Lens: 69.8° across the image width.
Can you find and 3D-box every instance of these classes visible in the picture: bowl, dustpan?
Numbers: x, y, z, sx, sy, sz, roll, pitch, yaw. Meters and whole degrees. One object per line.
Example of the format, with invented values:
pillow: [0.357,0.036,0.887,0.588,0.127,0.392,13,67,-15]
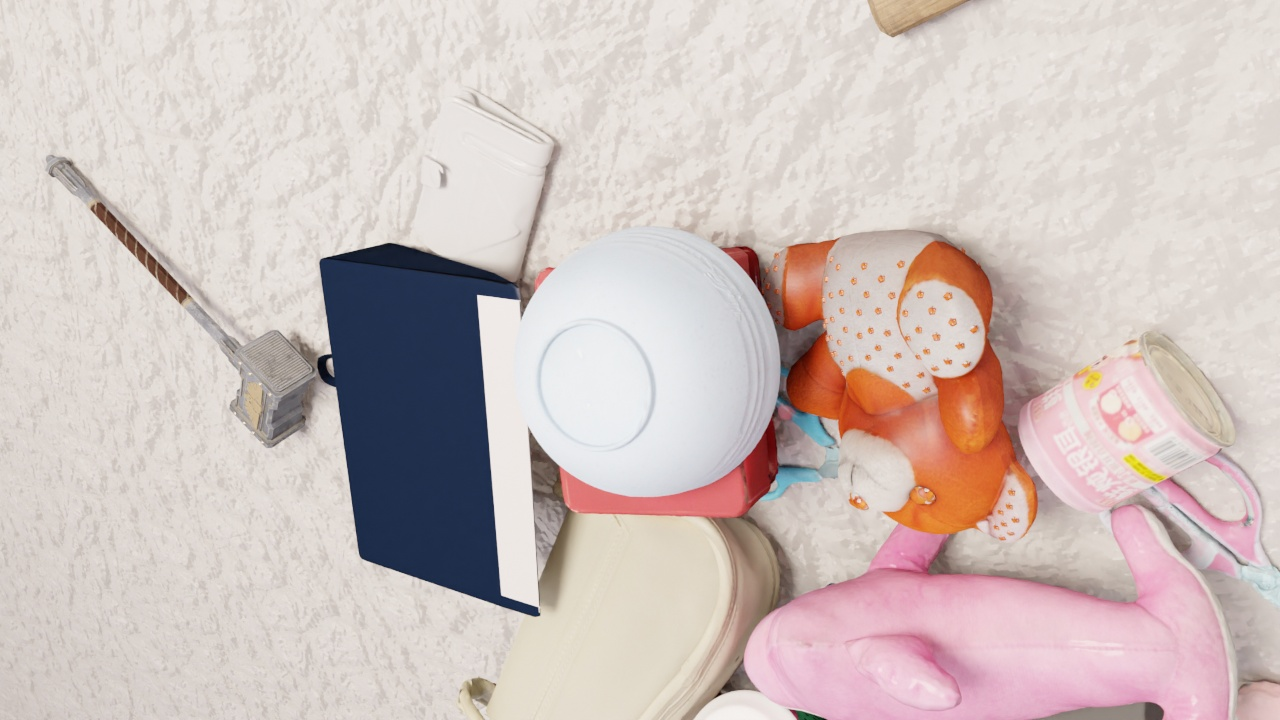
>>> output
bowl: [-0.009,0.006,0.481,0.151,0.074,0.150,5,101,25]
dustpan: [-0.169,0.035,0.682,0.273,0.079,0.236,9,112,28]

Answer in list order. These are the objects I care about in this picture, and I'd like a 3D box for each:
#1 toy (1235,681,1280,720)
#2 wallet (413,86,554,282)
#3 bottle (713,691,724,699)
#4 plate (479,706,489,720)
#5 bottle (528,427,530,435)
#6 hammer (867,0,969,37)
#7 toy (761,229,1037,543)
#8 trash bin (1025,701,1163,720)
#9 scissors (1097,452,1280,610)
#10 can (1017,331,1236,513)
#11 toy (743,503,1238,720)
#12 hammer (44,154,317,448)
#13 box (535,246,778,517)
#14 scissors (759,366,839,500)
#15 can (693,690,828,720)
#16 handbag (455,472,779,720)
toy: [0.385,0.214,0.499,0.105,0.053,0.108,1,118,46]
wallet: [-0.106,-0.112,0.605,0.086,0.032,0.116,28,127,12]
bottle: [0.017,0.255,0.716,0.157,0.067,0.068,21,124,18]
plate: [-0.066,0.420,0.887,0.243,0.016,0.243,14,122,23]
bottle: [-0.115,0.082,0.705,0.051,0.051,0.146,24,125,16]
hammer: [0.238,-0.199,0.361,0.306,0.040,0.132,-13,105,35]
toy: [0.138,0.019,0.493,0.164,0.092,0.172,15,129,60]
trash bin: [0.255,0.296,0.587,0.192,0.097,0.220,-16,106,35]
scissors: [0.328,0.113,0.498,0.174,0.017,0.077,41,125,-1]
can: [0.243,0.033,0.465,0.067,0.067,0.076,46,128,-1]
toy: [0.166,0.160,0.495,0.266,0.127,0.186,-12,65,29]
hammer: [-0.407,-0.068,0.792,0.322,0.044,0.099,44,140,6]
box: [0.012,0.012,0.563,0.129,0.086,0.158,-3,99,28]
scissors: [0.109,0.068,0.596,0.136,0.015,0.126,46,128,3]
can: [0.099,0.282,0.625,0.088,0.088,0.166,-5,152,31]
handbag: [-0.011,0.194,0.660,0.184,0.131,0.229,26,93,34]
